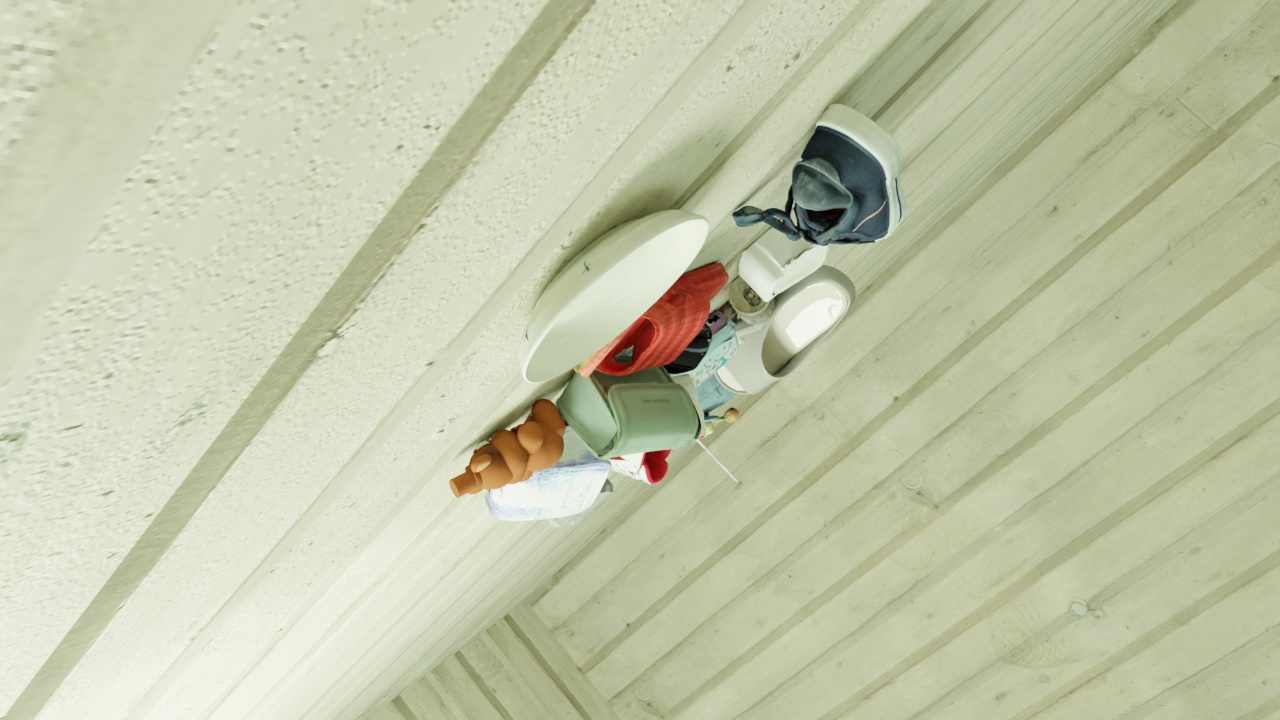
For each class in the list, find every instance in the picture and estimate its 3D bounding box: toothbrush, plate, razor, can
[{"bbox_3d":[0.065,0.086,1.182,0.010,0.181,0.010,-42,176,-19],"label":"toothbrush"},{"bbox_3d":[-0.027,-0.055,0.695,0.182,0.034,0.182,-40,170,-8],"label":"plate"},{"bbox_3d":[0.047,-0.017,1.078,0.141,0.053,0.063,118,-18,-75],"label":"razor"},{"bbox_3d":[0.149,-0.080,1.214,0.054,0.054,0.135,-42,170,6],"label":"can"}]

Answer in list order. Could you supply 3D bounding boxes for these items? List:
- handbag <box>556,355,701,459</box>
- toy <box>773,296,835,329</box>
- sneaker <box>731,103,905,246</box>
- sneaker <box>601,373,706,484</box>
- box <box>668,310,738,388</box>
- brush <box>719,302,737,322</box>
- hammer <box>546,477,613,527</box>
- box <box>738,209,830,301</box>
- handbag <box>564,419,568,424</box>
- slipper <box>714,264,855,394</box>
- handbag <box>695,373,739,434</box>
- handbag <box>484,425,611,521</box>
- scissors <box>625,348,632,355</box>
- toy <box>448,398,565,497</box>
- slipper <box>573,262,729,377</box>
[{"bbox_3d":[-0.009,0.048,0.943,0.121,0.106,0.067,-1,134,-46],"label":"handbag"},{"bbox_3d":[0.204,-0.079,1.404,0.105,0.131,0.206,-4,166,-18],"label":"toy"},{"bbox_3d":[0.181,-0.145,0.908,0.127,0.121,0.294,-55,166,4],"label":"sneaker"},{"bbox_3d":[-0.017,0.107,1.122,0.237,0.104,0.090,-29,169,33],"label":"sneaker"},{"bbox_3d":[0.042,0.016,1.241,0.214,0.065,0.078,-38,157,-15],"label":"box"},{"bbox_3d":[0.124,-0.061,1.328,0.039,0.012,0.151,-41,169,0],"label":"brush"},{"bbox_3d":[-0.013,0.103,1.310,0.317,0.083,0.163,-41,170,0],"label":"hammer"},{"bbox_3d":[0.185,-0.117,1.086,0.107,0.091,0.102,-43,172,-5],"label":"box"},{"bbox_3d":[-0.054,0.043,1.053,0.055,0.029,0.120,-1,150,-44],"label":"handbag"},{"bbox_3d":[0.197,-0.025,1.309,0.267,0.113,0.080,-42,-162,36],"label":"slipper"},{"bbox_3d":[0.106,0.057,1.470,0.191,0.118,0.122,-34,169,-11],"label":"handbag"},{"bbox_3d":[-0.112,0.128,1.059,0.126,0.069,0.159,-4,154,-18],"label":"handbag"},{"bbox_3d":[-0.007,0.006,1.112,0.171,0.021,0.172,-45,167,-1],"label":"scissors"},{"bbox_3d":[-0.133,0.092,0.907,0.127,0.065,0.095,-26,156,-30],"label":"toy"},{"bbox_3d":[0.029,-0.036,0.931,0.248,0.059,0.104,-32,167,-49],"label":"slipper"}]
